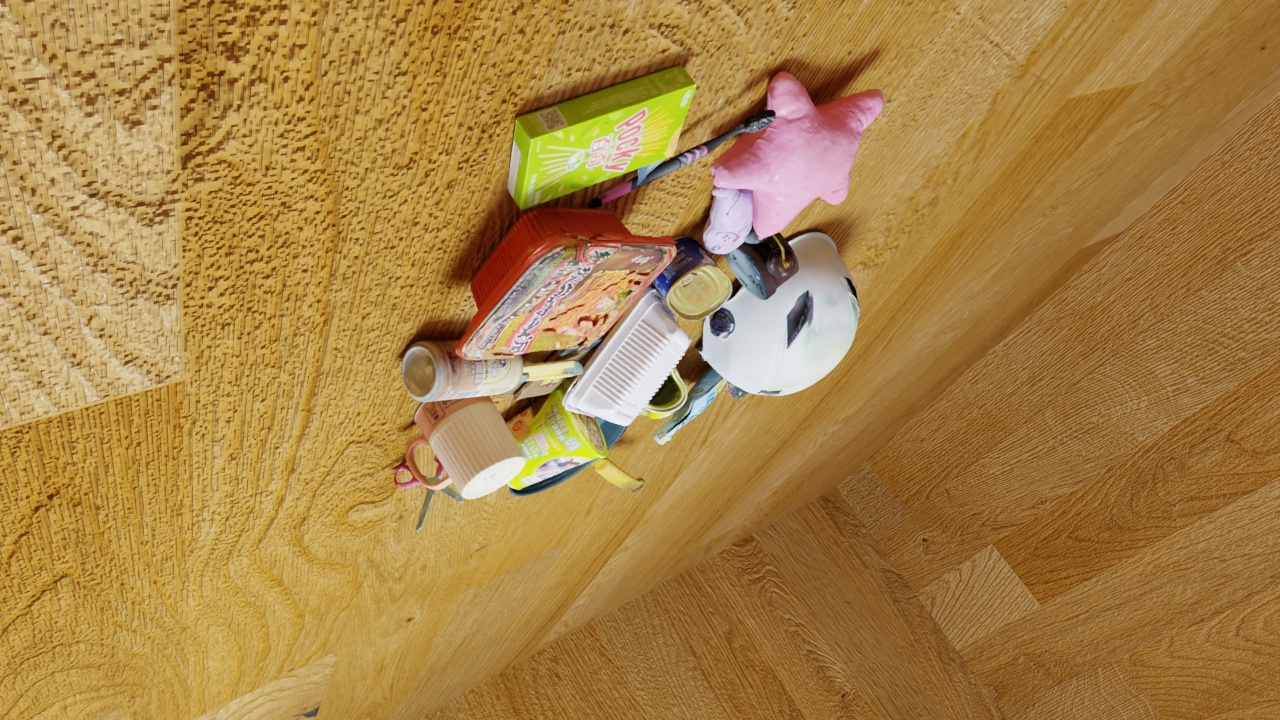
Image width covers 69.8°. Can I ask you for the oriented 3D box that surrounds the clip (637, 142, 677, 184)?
[{"bbox_3d":[0.011,-0.182,0.819,0.058,0.045,0.027,-36,158,-26],"label":"clip"}]

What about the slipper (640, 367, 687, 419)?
[{"bbox_3d":[0.018,0.041,1.262,0.091,0.081,0.191,-29,157,-7],"label":"slipper"}]

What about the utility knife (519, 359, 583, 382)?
[{"bbox_3d":[-0.149,0.017,0.989,0.188,0.020,0.031,-4,137,-19],"label":"utility knife"}]

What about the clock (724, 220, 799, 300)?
[{"bbox_3d":[0.144,-0.122,1.076,0.055,0.082,0.122,-36,168,-9],"label":"clock"}]

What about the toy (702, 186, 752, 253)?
[{"bbox_3d":[0.100,-0.157,0.982,0.083,0.039,0.108,-20,149,-23],"label":"toy"}]

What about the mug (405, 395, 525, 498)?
[{"bbox_3d":[-0.197,0.094,1.000,0.114,0.106,0.082,-34,160,-3],"label":"mug"}]

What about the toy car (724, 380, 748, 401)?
[{"bbox_3d":[0.162,0.027,1.505,0.053,0.045,0.120,-31,155,-2],"label":"toy car"}]

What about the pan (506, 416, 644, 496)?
[{"bbox_3d":[-0.074,0.149,1.366,0.198,0.078,0.357,-37,160,8],"label":"pan"}]

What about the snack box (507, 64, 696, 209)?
[{"bbox_3d":[-0.031,-0.181,0.743,0.156,0.026,0.086,-25,159,-25],"label":"snack box"}]

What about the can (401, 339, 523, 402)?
[{"bbox_3d":[-0.174,0.008,0.906,0.059,0.058,0.116,-46,158,29],"label":"can"}]

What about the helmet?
[{"bbox_3d":[0.209,-0.042,1.272,0.228,0.146,0.259,-22,157,-32],"label":"helmet"}]

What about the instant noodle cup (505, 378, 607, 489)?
[{"bbox_3d":[-0.122,0.100,1.149,0.123,0.111,0.111,-29,161,8],"label":"instant noodle cup"}]

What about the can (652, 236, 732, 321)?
[{"bbox_3d":[0.057,-0.093,1.055,0.075,0.049,0.148,-38,160,9],"label":"can"}]

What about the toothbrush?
[{"bbox_3d":[0.038,-0.181,0.832,0.189,0.017,0.014,-26,117,3],"label":"toothbrush"}]

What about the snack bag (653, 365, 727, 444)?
[{"bbox_3d":[0.086,0.056,1.372,0.111,0.039,0.190,-38,-176,35],"label":"snack bag"}]

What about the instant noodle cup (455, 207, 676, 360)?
[{"bbox_3d":[-0.073,-0.075,0.838,0.188,0.079,0.165,-7,150,-50],"label":"instant noodle cup"}]

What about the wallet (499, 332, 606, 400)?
[{"bbox_3d":[-0.102,0.001,1.051,0.116,0.033,0.090,-43,160,33],"label":"wallet"}]

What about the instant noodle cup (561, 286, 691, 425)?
[{"bbox_3d":[-0.006,0.006,1.096,0.173,0.060,0.138,-55,163,2],"label":"instant noodle cup"}]

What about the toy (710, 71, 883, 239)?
[{"bbox_3d":[0.146,-0.194,0.907,0.194,0.074,0.179,-6,131,-36],"label":"toy"}]

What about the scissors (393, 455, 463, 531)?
[{"bbox_3d":[-0.242,0.137,1.050,0.131,0.133,0.017,-11,138,26],"label":"scissors"}]
